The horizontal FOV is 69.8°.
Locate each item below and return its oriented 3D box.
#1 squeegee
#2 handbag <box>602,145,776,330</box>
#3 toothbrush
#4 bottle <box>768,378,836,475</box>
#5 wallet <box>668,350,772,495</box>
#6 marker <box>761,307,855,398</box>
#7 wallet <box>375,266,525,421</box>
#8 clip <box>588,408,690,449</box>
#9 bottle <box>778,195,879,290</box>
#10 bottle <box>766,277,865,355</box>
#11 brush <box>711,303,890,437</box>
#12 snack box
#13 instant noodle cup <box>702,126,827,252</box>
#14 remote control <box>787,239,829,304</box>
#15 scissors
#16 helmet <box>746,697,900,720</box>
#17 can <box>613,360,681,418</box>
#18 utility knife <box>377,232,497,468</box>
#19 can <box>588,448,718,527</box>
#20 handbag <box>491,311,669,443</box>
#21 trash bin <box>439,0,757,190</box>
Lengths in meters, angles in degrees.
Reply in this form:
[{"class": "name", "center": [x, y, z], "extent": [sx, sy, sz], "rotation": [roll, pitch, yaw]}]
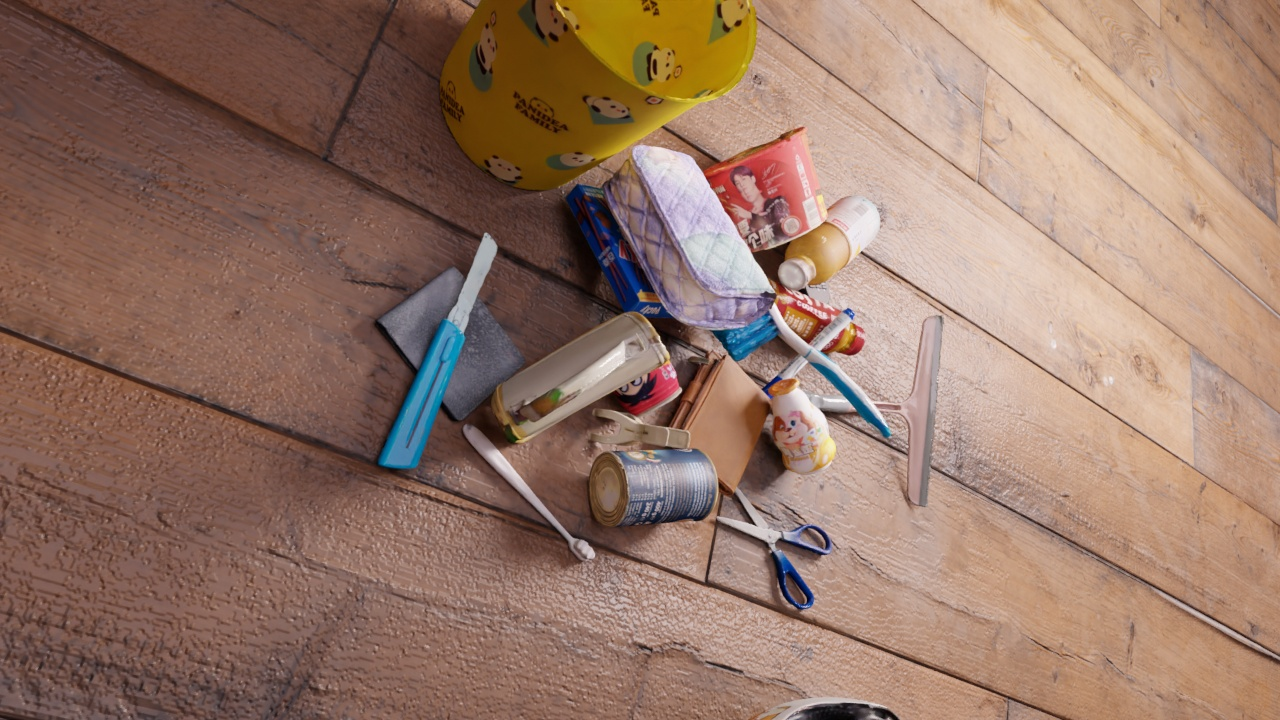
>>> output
[{"class": "squeegee", "center": [0.262, 0.054, 1.135], "extent": [0.249, 0.040, 0.247], "rotation": [5, 91, -28]}, {"class": "handbag", "center": [0.047, -0.125, 0.940], "extent": [0.134, 0.076, 0.193], "rotation": [-3, 59, -46]}, {"class": "toothbrush", "center": [-0.105, 0.126, 0.871], "extent": [0.180, 0.016, 0.016], "rotation": [49, 53, -13]}, {"class": "bottle", "center": [0.180, 0.075, 1.046], "extent": [0.063, 0.063, 0.108], "rotation": [-36, 111, -36]}, {"class": "wallet", "center": [0.085, 0.062, 1.011], "extent": [0.119, 0.035, 0.130], "rotation": [42, 55, -18]}, {"class": "marker", "center": [0.197, -0.008, 1.077], "extent": [0.145, 0.017, 0.017], "rotation": [-44, 104, -5]}, {"class": "wallet", "center": [-0.176, -0.016, 0.863], "extent": [0.097, 0.019, 0.121], "rotation": [-44, 104, -33]}, {"class": "clip", "center": [-0.005, 0.071, 0.904], "extent": [0.071, 0.100, 0.034], "rotation": [17, 83, -60]}, {"class": "bottle", "center": [0.227, -0.140, 1.113], "extent": [0.189, 0.068, 0.068], "rotation": [-40, 100, -42]}, {"class": "bottle", "center": [0.197, -0.049, 1.107], "extent": [0.174, 0.058, 0.057], "rotation": [19, 66, -29]}, {"class": "brush", "center": [0.146, -0.026, 1.008], "extent": [0.109, 0.060, 0.314], "rotation": [-30, 82, -6]}, {"class": "snack box", "center": [-0.012, -0.114, 0.958], "extent": [0.084, 0.026, 0.157], "rotation": [-1, 55, -48]}, {"class": "instant noodle cup", "center": [0.149, -0.195, 1.075], "extent": [0.137, 0.138, 0.108], "rotation": [-34, 105, -37]}, {"class": "remote control", "center": [0.209, -0.131, 1.159], "extent": [0.053, 0.024, 0.136], "rotation": [2, 73, -38]}, {"class": "scissors", "center": [0.154, 0.209, 1.032], "extent": [0.162, 0.012, 0.164], "rotation": [-1, 76, -34]}, {"class": "helmet", "center": [0.136, 0.434, 0.864], "extent": [0.273, 0.157, 0.230], "rotation": [-24, 93, -26]}, {"class": "can", "center": [-0.006, 0.006, 0.944], "extent": [0.066, 0.067, 0.094], "rotation": [-34, 97, -37]}, {"class": "utility knife", "center": [-0.179, -0.011, 0.836], "extent": [0.034, 0.018, 0.237], "rotation": [26, 72, -23]}, {"class": "can", "center": [0.011, 0.126, 0.915], "extent": [0.111, 0.075, 0.075], "rotation": [2, 75, -34]}, {"class": "handbag", "center": [-0.056, 0.013, 0.816], "extent": [0.163, 0.179, 0.063], "rotation": [-30, 90, -4]}, {"class": "trash bin", "center": [-0.057, -0.296, 0.876], "extent": [0.229, 0.256, 0.229], "rotation": [11, 70, -32]}]
